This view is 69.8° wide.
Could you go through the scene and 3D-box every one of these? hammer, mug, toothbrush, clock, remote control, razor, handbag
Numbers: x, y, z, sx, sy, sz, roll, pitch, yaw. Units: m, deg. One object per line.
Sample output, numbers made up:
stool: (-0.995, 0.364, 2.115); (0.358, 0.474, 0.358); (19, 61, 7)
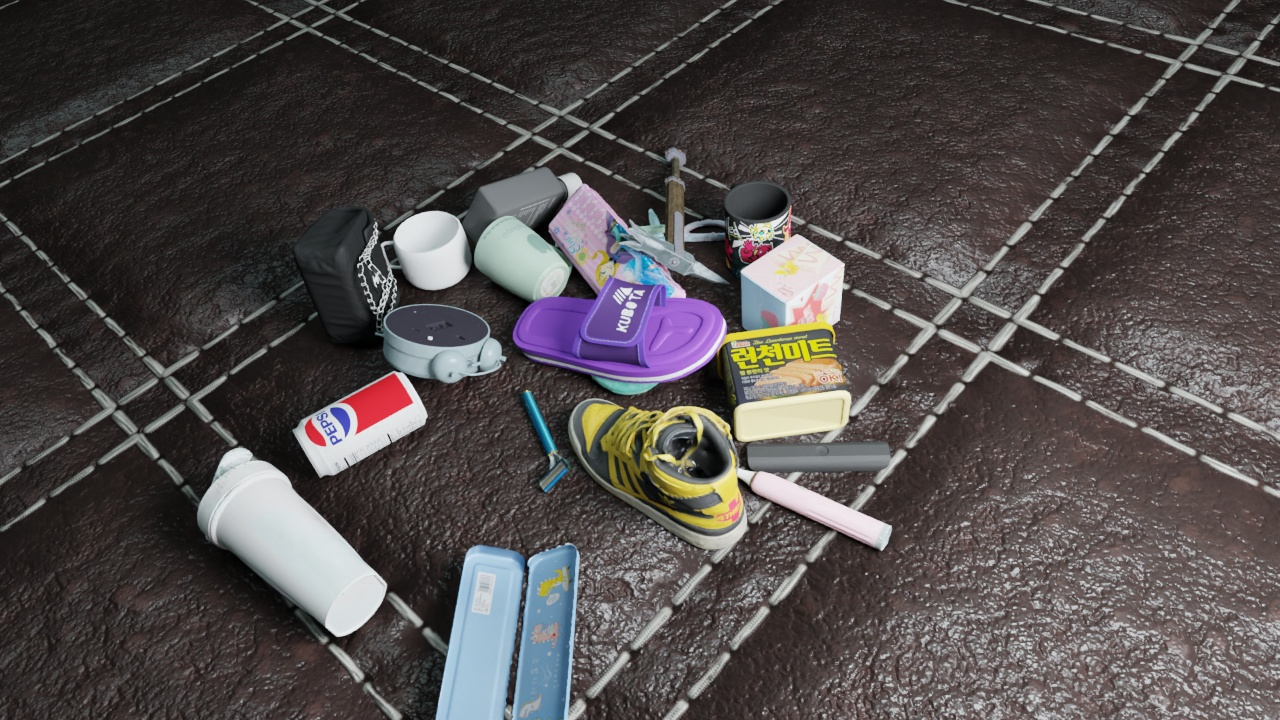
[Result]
hammer: (0.050, -0.208, 1.221); (0.147, 0.028, 0.316); (26, 34, -16)
mug: (-0.285, -0.144, 1.218); (0.115, 0.068, 0.094); (-5, 47, 4)
toothbrush: (0.145, 0.134, 0.932); (0.223, 0.027, 0.026); (23, 83, 25)
mug: (-0.139, -0.127, 1.183); (0.104, 0.084, 0.111); (36, 32, 23)
clock: (-0.232, -0.018, 1.079); (0.159, 0.045, 0.122); (28, 29, 30)
toothbrush: (-0.040, -0.168, 1.234); (0.155, 0.015, 0.022); (-6, 59, 10)
remote control: (0.186, 0.100, 0.965); (0.147, 0.015, 0.033); (-2, 48, 6)
razor: (-0.108, 0.083, 1.020); (0.042, 0.022, 0.143); (-45, 42, 16)
handbag: (-0.341, -0.109, 1.138); (0.115, 0.154, 0.124); (-1, 43, 11)
mug: (0.141, -0.174, 1.166); (0.081, 0.098, 0.118); (-18, 48, -9)

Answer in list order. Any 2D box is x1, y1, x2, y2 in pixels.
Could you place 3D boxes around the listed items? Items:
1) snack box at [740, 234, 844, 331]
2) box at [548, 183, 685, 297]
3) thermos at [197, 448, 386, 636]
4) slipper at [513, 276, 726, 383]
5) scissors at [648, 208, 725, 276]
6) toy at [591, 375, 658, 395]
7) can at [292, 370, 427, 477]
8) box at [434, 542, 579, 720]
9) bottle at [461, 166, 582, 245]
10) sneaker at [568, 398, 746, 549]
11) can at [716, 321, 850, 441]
snack box: (0.177, -0.075, 1.074); (0.094, 0.093, 0.079); (-33, 52, -21)
box: (-0.026, -0.122, 1.168); (0.085, 0.070, 0.230); (-49, 55, 15)
thermos: (-0.355, 0.184, 0.915); (0.220, 0.099, 0.099); (31, 58, 26)
slipper: (-0.043, -0.046, 1.037); (0.267, 0.084, 0.107); (6, 57, 32)
scissors: (0.043, -0.154, 1.221); (0.177, 0.013, 0.170); (-12, 44, 0)
toy: (-0.006, 0.006, 1.067); (0.105, 0.033, 0.085); (-18, 42, -3)
can: (-0.311, 0.071, 1.023); (0.132, 0.070, 0.070); (-30, 51, -19)
box: (-0.117, 0.266, 0.842); (0.125, 0.043, 0.208); (-2, 48, 4)
bottle: (-0.151, -0.216, 1.244); (0.173, 0.084, 0.046); (-29, 78, -38)
sneaker: (0.008, 0.085, 0.932); (0.239, 0.122, 0.085); (33, 58, 30)
can: (0.156, 0.024, 1.002); (0.131, 0.073, 0.100); (-8, 50, 1)
